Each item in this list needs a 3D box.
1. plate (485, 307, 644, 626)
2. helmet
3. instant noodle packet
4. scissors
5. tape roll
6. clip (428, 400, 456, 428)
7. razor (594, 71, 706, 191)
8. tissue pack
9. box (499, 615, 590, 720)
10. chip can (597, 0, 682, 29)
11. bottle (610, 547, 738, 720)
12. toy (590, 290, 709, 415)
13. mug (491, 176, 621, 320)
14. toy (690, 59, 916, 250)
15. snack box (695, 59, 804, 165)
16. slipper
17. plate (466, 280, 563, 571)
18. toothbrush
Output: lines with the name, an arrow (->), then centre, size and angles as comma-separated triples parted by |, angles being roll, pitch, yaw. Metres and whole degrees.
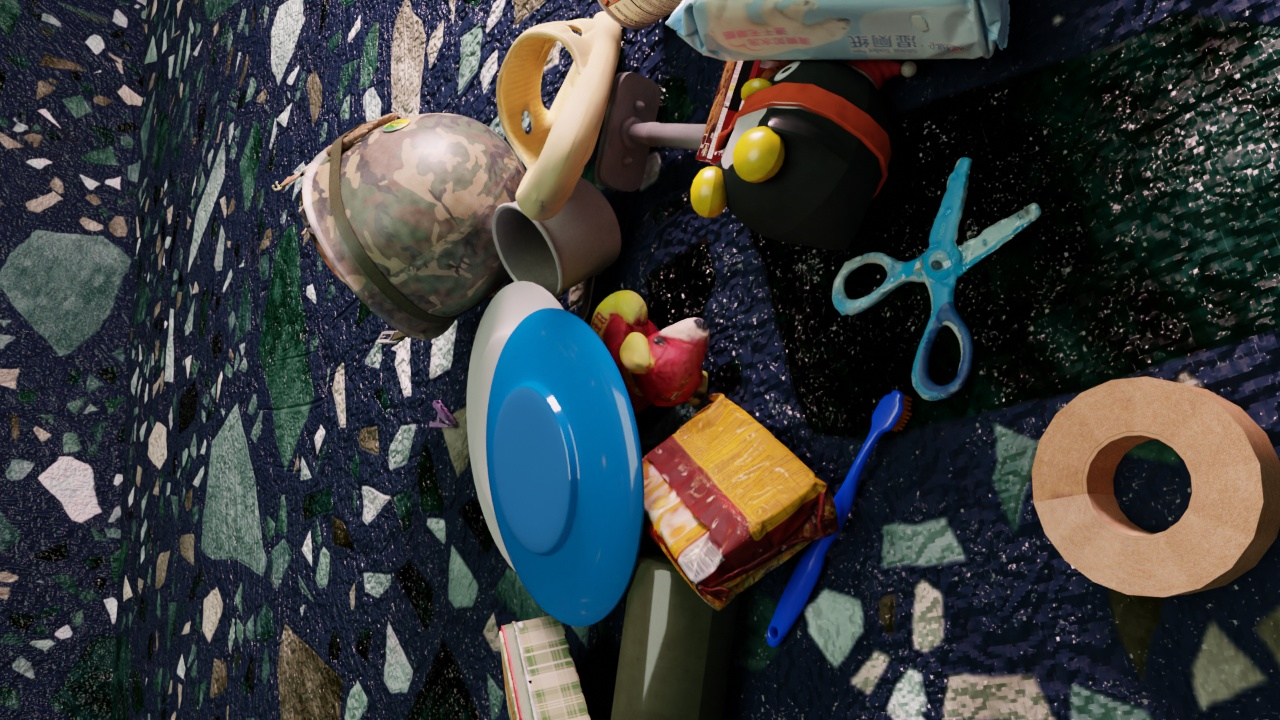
plate -> -0.069, 0.075, 0.647 | 0.225, 0.024, 0.224 | 8, 100, 56
helmet -> -0.206, -0.120, 0.824 | 0.237, 0.193, 0.224 | -30, 30, 15
instant noodle packet -> 0.050, 0.084, 0.565 | 0.098, 0.039, 0.135 | -42, 35, -3
scissors -> 0.164, -0.039, 0.506 | 0.134, 0.012, 0.134 | -33, 59, 41
tape roll -> 0.223, 0.055, 0.402 | 0.094, 0.027, 0.094 | -12, 74, 49
clip -> -0.203, 0.055, 0.937 | 0.050, 0.014, 0.046 | -26, 61, 49
razor -> 0.023, -0.167, 0.681 | 0.116, 0.047, 0.088 | 17, 97, 43
tissue pack -> 0.112, -0.221, 0.499 | 0.182, 0.070, 0.112 | 9, 77, 27
box -> -0.056, 0.288, 0.629 | 0.205, 0.050, 0.118 | -114, 23, -48
chip can -> 0.058, -0.300, 0.630 | 0.215, 0.075, 0.075 | -4, 80, 50
bottle -> 0.017, 0.229, 0.590 | 0.072, 0.071, 0.207 | 7, 89, 51
toy -> -0.004, 0.004, 0.667 | 0.137, 0.067, 0.105 | 18, 102, 58
mug -> -0.061, -0.084, 0.731 | 0.084, 0.070, 0.113 | 4, 122, 53
toy -> 0.099, -0.128, 0.538 | 0.119, 0.099, 0.098 | -67, 15, -18
snack box -> 0.086, -0.190, 0.595 | 0.032, 0.051, 0.141 | 32, 108, 49
slipper -> -0.072, -0.195, 0.694 | 0.260, 0.079, 0.112 | -87, 23, -52
plate -> -0.098, 0.058, 0.731 | 0.243, 0.016, 0.242 | 9, 100, 57
toothbrush -> 0.115, 0.097, 0.541 | 0.016, 0.018, 0.183 | 43, 119, 45
